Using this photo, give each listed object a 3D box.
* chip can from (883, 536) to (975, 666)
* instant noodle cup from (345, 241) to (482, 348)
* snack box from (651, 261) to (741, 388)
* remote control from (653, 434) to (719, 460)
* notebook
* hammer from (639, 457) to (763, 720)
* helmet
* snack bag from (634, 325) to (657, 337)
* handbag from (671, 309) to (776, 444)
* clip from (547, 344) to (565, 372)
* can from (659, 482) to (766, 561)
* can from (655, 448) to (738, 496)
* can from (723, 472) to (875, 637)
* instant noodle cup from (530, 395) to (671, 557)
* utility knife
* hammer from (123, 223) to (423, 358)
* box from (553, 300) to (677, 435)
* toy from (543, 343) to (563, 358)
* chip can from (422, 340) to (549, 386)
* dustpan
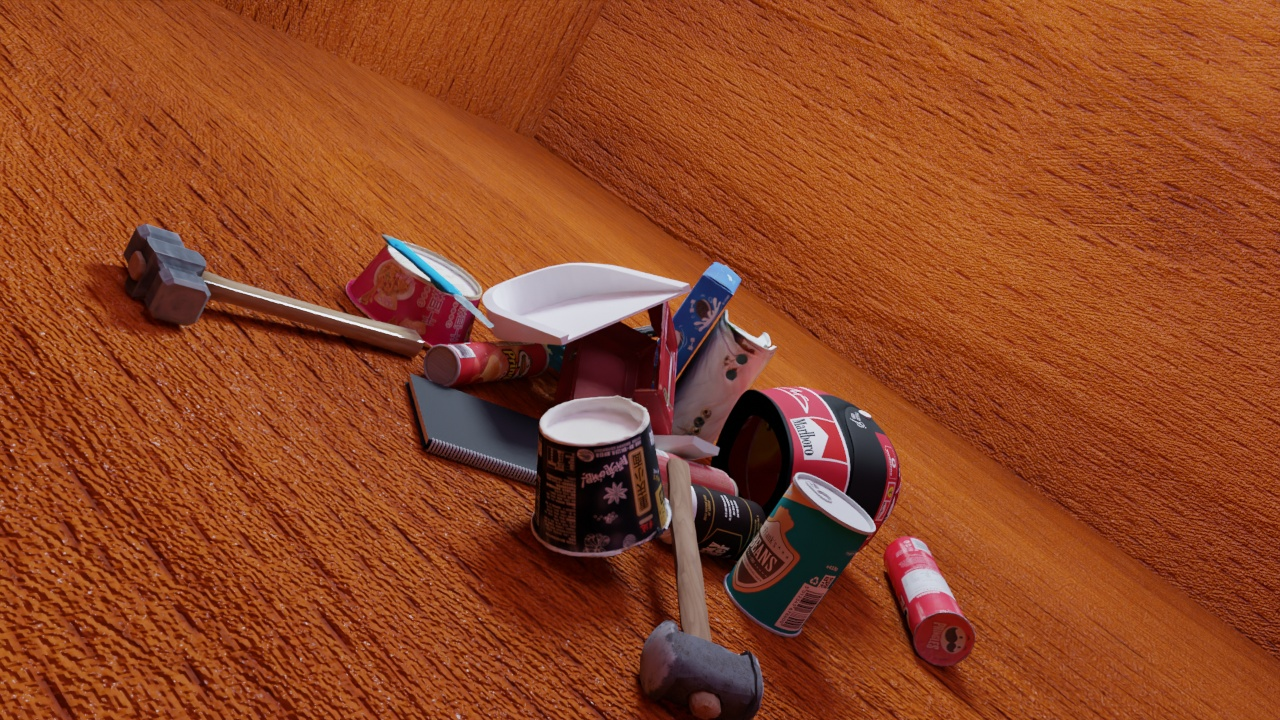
[{"bbox_3d":[0.376,0.310,1.218,0.073,0.073,0.232,31,14,-3],"label":"chip can"},{"bbox_3d":[-0.284,-0.090,1.198,0.178,0.078,0.178,29,14,-8],"label":"instant noodle cup"},{"bbox_3d":[0.060,-0.031,1.375,0.056,0.239,0.195,35,15,1],"label":"snack box"},{"bbox_3d":[0.026,0.110,1.137,0.144,0.024,0.049,-3,-23,45],"label":"remote control"},{"bbox_3d":[-0.151,0.086,1.007,0.206,0.016,0.149,23,16,-30],"label":"notebook"},{"bbox_3d":[0.045,0.195,0.863,0.098,0.052,0.327,26,26,-17],"label":"hammer"},{"bbox_3d":[0.229,0.148,1.201,0.224,0.198,0.270,17,18,-20],"label":"helmet"},{"bbox_3d":[-0.037,-0.039,1.468,0.155,0.018,0.074,-8,9,11],"label":"snack bag"},{"bbox_3d":[0.111,0.036,1.341,0.096,0.199,0.141,32,15,-5],"label":"handbag"},{"bbox_3d":[-0.130,0.005,1.276,0.130,0.121,0.031,48,14,3],"label":"clip"},{"bbox_3d":[0.078,0.182,1.038,0.128,0.072,0.072,21,18,-34],"label":"can"},{"bbox_3d":[0.037,0.145,1.084,0.170,0.067,0.067,21,18,-34],"label":"can"},{"bbox_3d":[0.170,0.208,0.988,0.099,0.144,0.099,29,15,-9],"label":"can"},{"bbox_3d":[-0.041,0.104,0.870,0.137,0.112,0.137,-3,23,1],"label":"instant noodle cup"},{"bbox_3d":[-0.246,-0.097,1.117,0.225,0.015,0.031,37,18,31],"label":"utility knife"},{"bbox_3d":[-0.370,-0.054,0.974,0.322,0.051,0.117,19,19,-48],"label":"hammer"},{"bbox_3d":[-0.030,0.017,1.201,0.147,0.156,0.157,67,23,-51],"label":"box"},{"bbox_3d":[-0.086,-0.004,1.355,0.155,0.064,0.170,28,2,41],"label":"toy"},{"bbox_3d":[-0.187,0.001,1.143,0.052,0.052,0.214,36,15,17],"label":"chip can"},{"bbox_3d":[-0.093,-0.083,1.169,0.191,0.053,0.258,-25,17,-31],"label":"dustpan"}]
